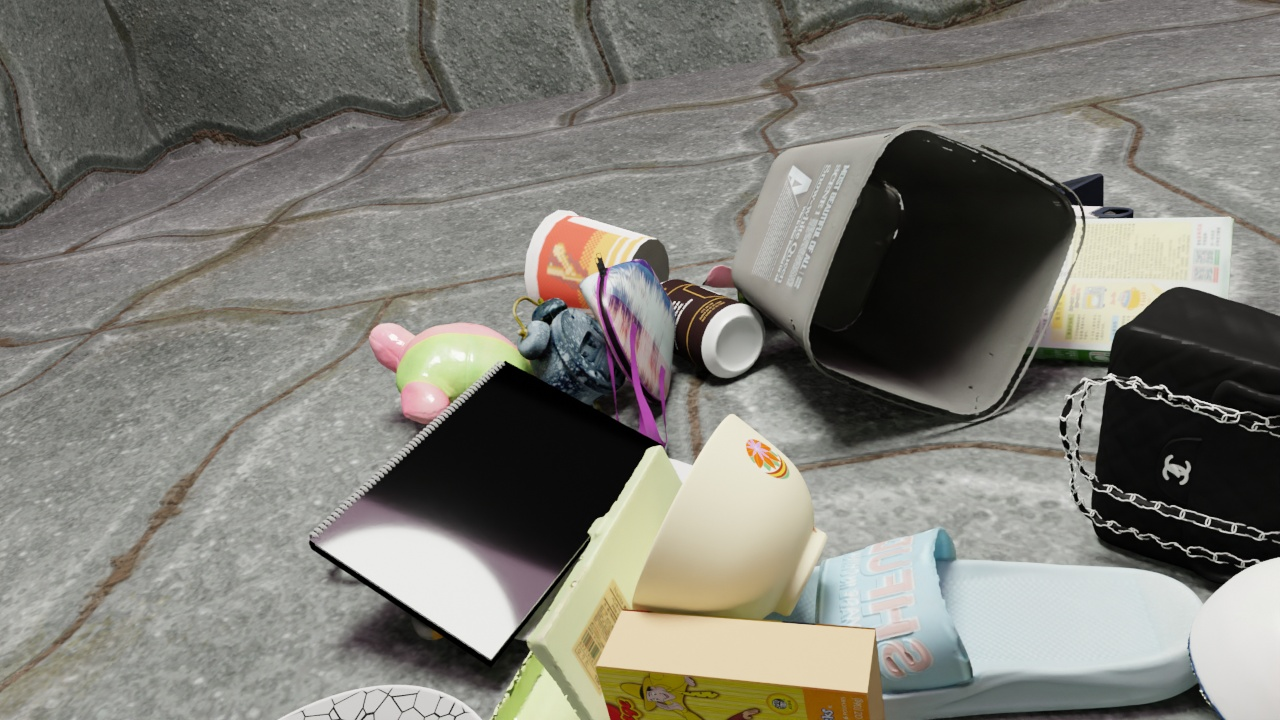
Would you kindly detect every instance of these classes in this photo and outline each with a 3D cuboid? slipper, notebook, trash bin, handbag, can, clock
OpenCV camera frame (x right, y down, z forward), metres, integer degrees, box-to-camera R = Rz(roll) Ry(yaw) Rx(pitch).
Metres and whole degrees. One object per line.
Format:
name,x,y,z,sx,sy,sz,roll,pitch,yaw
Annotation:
slipper,0.171,0.133,0.494,0.246,0.074,0.103,-5,26,13
notebook,-0.100,0.091,0.637,0.149,0.016,0.206,27,47,17
trash bin,0.198,-0.086,0.772,0.197,0.197,0.220,18,10,-20
handbag,0.313,0.055,0.503,0.114,0.154,0.125,-26,33,-33
handbag,-0.005,0.005,0.790,0.068,0.144,0.169,-18,50,14
can,0.058,-0.033,0.891,0.071,0.072,0.129,-24,27,-23
clock,-0.068,-0.010,0.846,0.052,0.129,0.090,-35,16,24

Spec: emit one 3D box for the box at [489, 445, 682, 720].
box,-0.027,0.142,0.544,0.083,0.091,0.187,-25,13,30

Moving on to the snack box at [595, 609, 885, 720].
snack box,0.052,0.173,0.447,0.126,0.088,0.040,-2,27,21

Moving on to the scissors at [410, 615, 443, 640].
scissors,-0.124,0.127,0.666,0.225,0.016,0.225,-13,24,-6

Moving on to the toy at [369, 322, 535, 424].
toy,-0.167,0.005,0.893,0.192,0.097,0.236,8,13,-12

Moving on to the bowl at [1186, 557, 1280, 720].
bowl,0.315,0.131,0.406,0.113,0.063,0.113,5,38,-4

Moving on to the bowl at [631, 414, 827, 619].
bowl,0.056,0.098,0.490,0.074,0.118,0.117,26,38,13

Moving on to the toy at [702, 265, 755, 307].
toy,0.163,-0.117,0.956,0.237,0.191,0.087,-22,62,-38

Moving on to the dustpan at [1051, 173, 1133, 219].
dustpan,0.376,-0.136,0.950,0.235,0.080,0.273,-24,28,-24

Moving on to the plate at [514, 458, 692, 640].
plate,-0.035,0.131,0.659,0.209,0.015,0.208,-10,25,5

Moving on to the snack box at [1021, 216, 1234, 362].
snack box,0.396,-0.060,0.772,0.168,0.027,0.131,4,65,31

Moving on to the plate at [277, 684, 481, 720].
plate,-0.163,0.246,0.475,0.188,0.016,0.188,-10,25,5

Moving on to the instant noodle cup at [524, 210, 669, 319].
instant noodle cup,-0.043,-0.099,1.030,0.121,0.123,0.123,13,35,29
